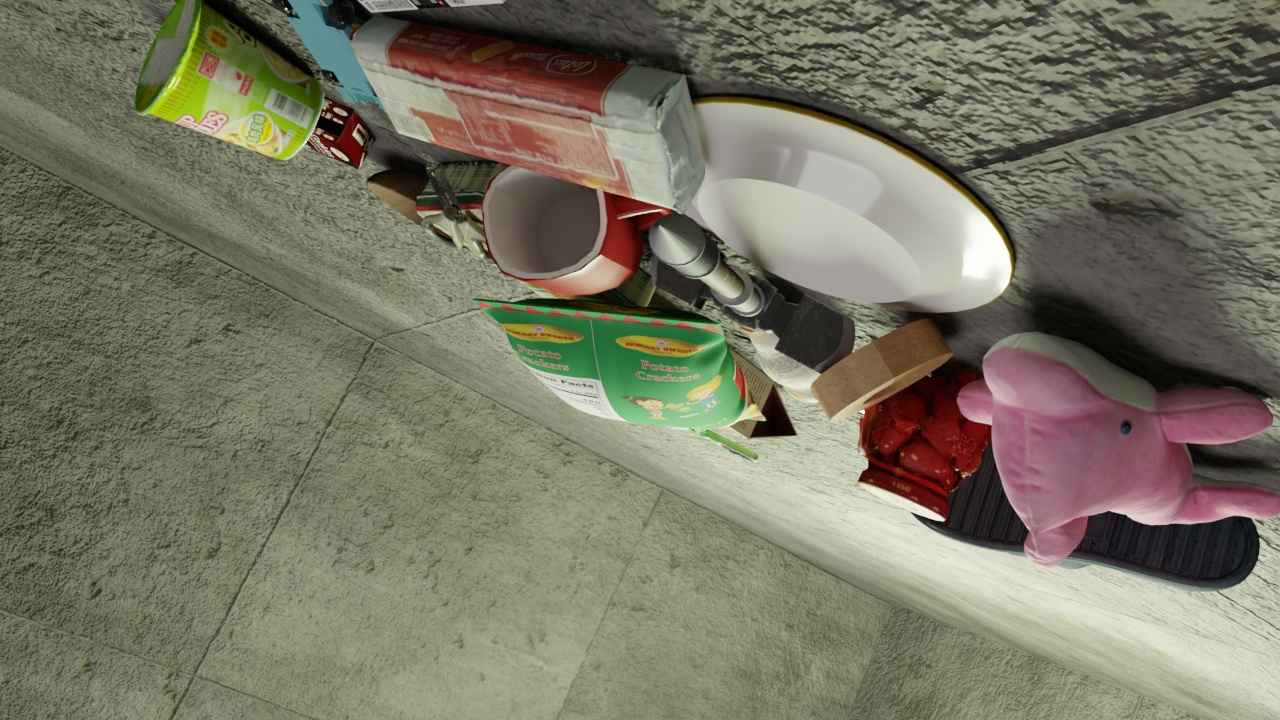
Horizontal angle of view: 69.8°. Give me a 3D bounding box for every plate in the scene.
[{"bbox_3d":[0.103,-0.078,0.547,0.230,0.021,0.230,25,169,5],"label":"plate"}]

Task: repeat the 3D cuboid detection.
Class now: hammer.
[{"bbox_3d":[0.046,-0.046,0.515,0.156,0.043,0.322,29,-175,13],"label":"hammer"}]

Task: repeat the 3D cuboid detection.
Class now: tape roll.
[{"bbox_3d":[0.165,0.007,0.629,0.027,0.094,0.094,62,178,15],"label":"tape roll"}]

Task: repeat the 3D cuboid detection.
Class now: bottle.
[{"bbox_3d":[0.119,-0.013,0.717,0.063,0.063,0.108,14,163,47],"label":"bottle"},{"bbox_3d":[0.213,0.055,0.701,0.099,0.111,0.099,26,174,3],"label":"bottle"}]

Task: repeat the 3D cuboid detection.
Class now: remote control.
[{"bbox_3d":[-0.118,-0.201,0.490,0.124,0.011,0.028,16,166,41],"label":"remote control"}]

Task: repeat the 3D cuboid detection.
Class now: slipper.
[{"bbox_3d":[0.358,0.125,0.764,0.264,0.101,0.082,10,170,35],"label":"slipper"}]

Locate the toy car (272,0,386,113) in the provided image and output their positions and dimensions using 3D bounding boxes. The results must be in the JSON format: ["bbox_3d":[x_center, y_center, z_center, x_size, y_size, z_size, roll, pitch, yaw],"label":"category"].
[{"bbox_3d":[-0.189,-0.207,0.582,0.060,0.027,0.108,21,158,24],"label":"toy car"}]

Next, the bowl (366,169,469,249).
[{"bbox_3d":[-0.198,-0.147,0.860,0.118,0.030,0.118,29,173,4],"label":"bowl"}]

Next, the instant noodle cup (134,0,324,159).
[{"bbox_3d":[-0.307,-0.206,0.695,0.108,0.099,0.099,25,173,-43],"label":"instant noodle cup"}]

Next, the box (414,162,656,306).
[{"bbox_3d":[-0.089,-0.099,0.809,0.118,0.050,0.205,15,166,47],"label":"box"}]

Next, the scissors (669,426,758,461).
[{"bbox_3d":[0.057,0.071,1.004,0.171,0.021,0.172,24,174,-11],"label":"scissors"}]

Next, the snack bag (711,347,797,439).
[{"bbox_3d":[0.077,0.032,0.993,0.206,0.069,0.094,34,166,-38],"label":"snack bag"}]

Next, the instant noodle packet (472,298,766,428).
[{"bbox_3d":[-0.005,0.005,0.791,0.196,0.090,0.253,7,163,18],"label":"instant noodle packet"}]

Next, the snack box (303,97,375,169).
[{"bbox_3d":[-0.304,-0.214,0.791,0.141,0.031,0.051,24,169,10],"label":"snack box"}]

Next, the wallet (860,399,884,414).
[{"bbox_3d":[0.239,0.048,0.861,0.091,0.018,0.116,30,172,-23],"label":"wallet"}]

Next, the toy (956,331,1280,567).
[{"bbox_3d":[0.285,0.073,0.581,0.265,0.127,0.187,27,167,-37],"label":"toy"}]

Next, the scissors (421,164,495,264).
[{"bbox_3d":[-0.134,-0.109,0.719,0.132,0.012,0.170,28,164,-25],"label":"scissors"}]

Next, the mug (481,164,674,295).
[{"bbox_3d":[-0.034,-0.090,0.614,0.116,0.080,0.096,-9,177,13],"label":"mug"}]

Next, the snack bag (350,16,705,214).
[{"bbox_3d":[-0.068,-0.146,0.530,0.225,0.041,0.077,19,151,27],"label":"snack bag"}]
